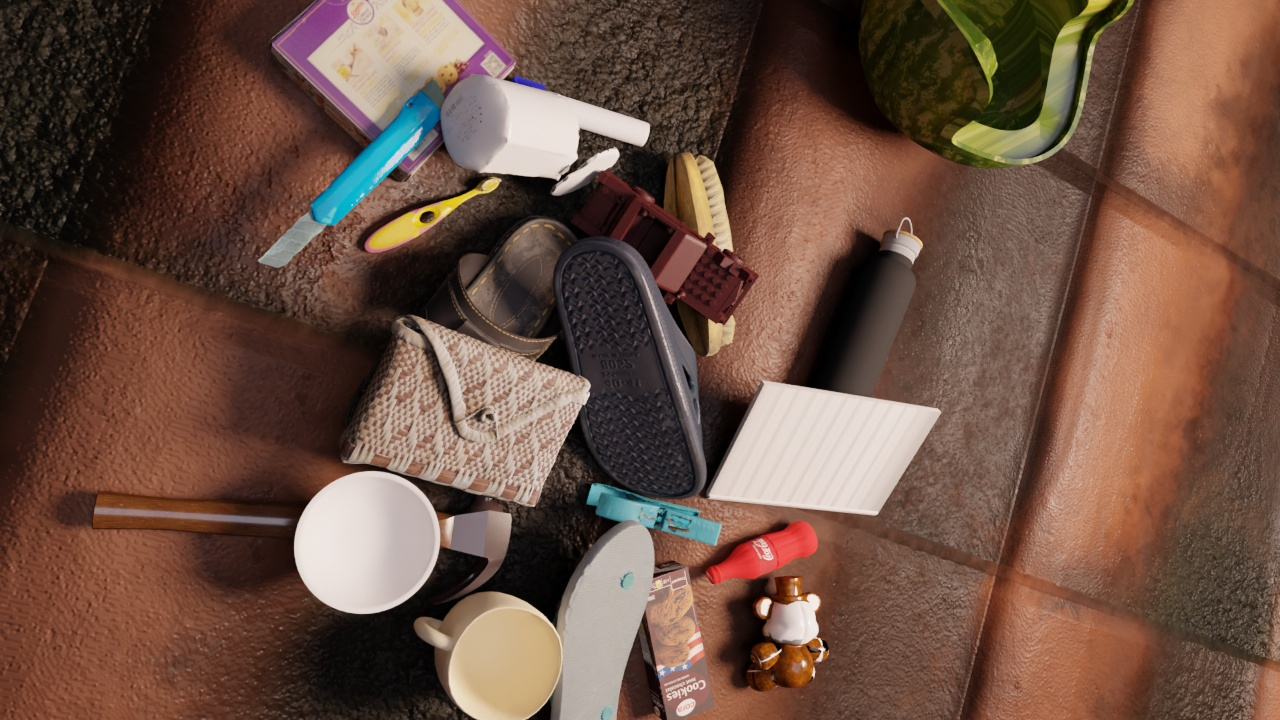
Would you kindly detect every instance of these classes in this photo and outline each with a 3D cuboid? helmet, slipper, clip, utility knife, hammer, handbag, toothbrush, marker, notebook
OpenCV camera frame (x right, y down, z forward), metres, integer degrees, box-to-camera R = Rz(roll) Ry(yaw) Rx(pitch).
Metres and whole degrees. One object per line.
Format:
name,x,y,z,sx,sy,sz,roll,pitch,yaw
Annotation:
helmet,0.328,-0.317,0.901,0.213,0.247,0.243,-37,63,-2
slipper,-0.141,-0.019,0.785,0.113,0.076,0.267,44,74,-17
clip,0.015,0.145,0.846,0.127,0.114,0.028,18,87,-9
utility knife,-0.227,-0.148,0.737,0.031,0.015,0.205,45,74,-17
hammer,-0.266,0.136,0.757,0.322,0.033,0.115,9,85,-23
handbag,-0.136,0.046,0.745,0.185,0.047,0.124,22,100,-36
toothbrush,-0.179,-0.129,0.800,0.135,0.016,0.021,-33,107,-20
marker,-0.056,-0.229,0.850,0.133,0.023,0.027,11,64,-23
slipper,-0.005,0.005,0.833,0.083,0.111,0.268,-59,139,-56
notebook,0.184,0.093,0.922,0.209,0.009,0.143,9,121,-23
slipper,-0.054,0.268,0.829,0.098,0.055,0.269,2,103,-47

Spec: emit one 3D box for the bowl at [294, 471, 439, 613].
bowl,-0.220,0.143,0.736,0.109,0.041,0.110,2,86,-23

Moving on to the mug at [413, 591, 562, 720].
mug,-0.136,0.241,0.776,0.120,0.100,0.096,26,79,-20

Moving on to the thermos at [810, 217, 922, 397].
thermos,0.241,-0.044,0.959,0.061,0.061,0.231,28,79,-21

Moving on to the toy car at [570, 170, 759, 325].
toy car,0.019,-0.101,0.822,0.170,0.061,0.070,36,106,6

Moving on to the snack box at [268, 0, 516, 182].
snack box,-0.206,-0.253,0.774,0.148,0.041,0.143,44,74,-18

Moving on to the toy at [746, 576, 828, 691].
toy,0.148,0.275,0.924,0.087,0.067,0.112,1,81,-24

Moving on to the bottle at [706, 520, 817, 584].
bottle,0.120,0.196,0.921,0.118,0.036,0.036,-17,97,-22

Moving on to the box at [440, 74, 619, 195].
box,-0.090,-0.190,0.795,0.165,0.083,0.092,-11,63,-54

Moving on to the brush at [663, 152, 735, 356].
brush,0.058,-0.101,0.881,0.043,0.059,0.195,-12,97,-32

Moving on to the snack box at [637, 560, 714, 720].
snack box,0.029,0.271,0.884,0.051,0.032,0.141,-13,95,-23
